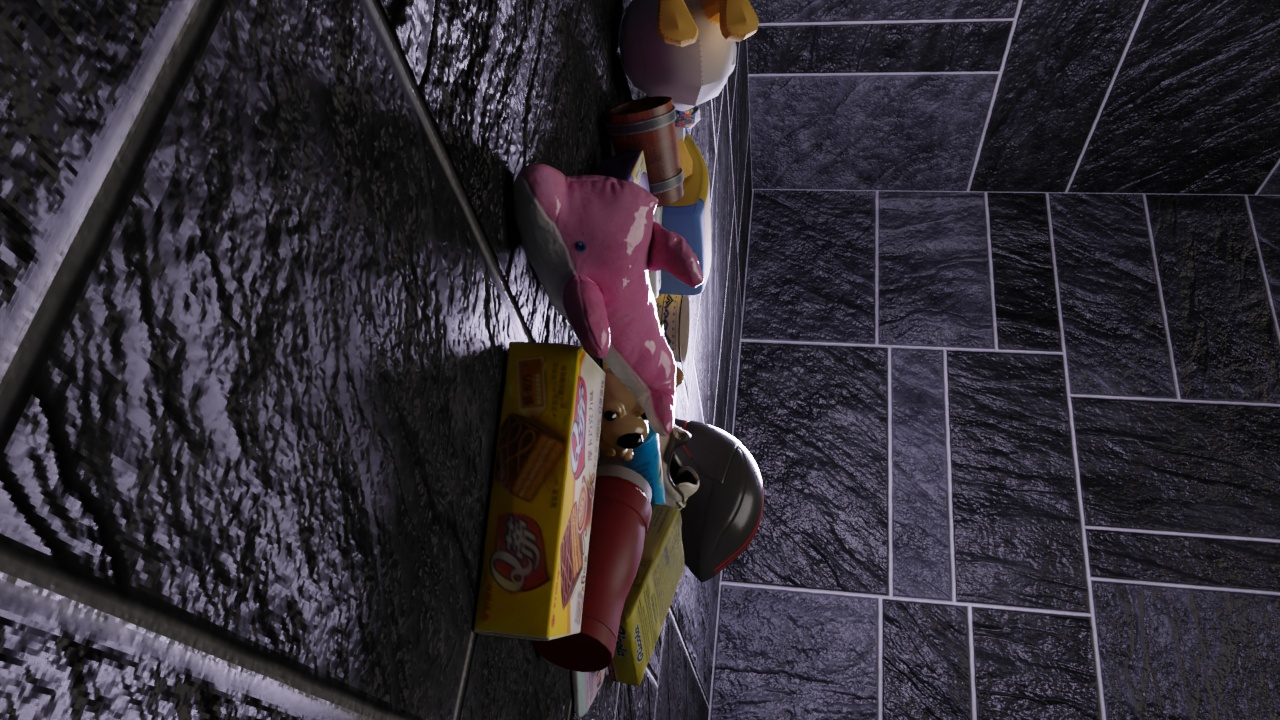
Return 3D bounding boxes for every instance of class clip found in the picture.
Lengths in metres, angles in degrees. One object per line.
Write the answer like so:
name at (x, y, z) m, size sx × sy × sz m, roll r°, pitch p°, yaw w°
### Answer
clip at (-0.016, -0.132, 1.118) m, size 0.151 × 0.092 × 0.126 m, roll -33°, pitch 125°, yaw -60°

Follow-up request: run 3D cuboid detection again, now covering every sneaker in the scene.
sneaker at (0.031, 0.191, 1.288) m, size 0.088 × 0.102 × 0.242 m, roll -63°, pitch 155°, yaw -67°

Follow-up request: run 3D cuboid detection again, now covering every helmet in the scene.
helmet at (0.102, 0.206, 1.399) m, size 0.164 × 0.170 × 0.264 m, roll 74°, pitch 20°, yaw -57°

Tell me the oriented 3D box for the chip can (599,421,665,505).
chip can at (-0.008, 0.167, 1.133) m, size 0.079 × 0.080 × 0.230 m, roll -75°, pitch 163°, yaw -51°

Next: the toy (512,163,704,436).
toy at (-0.011, -0.065, 0.790) m, size 0.186 × 0.128 × 0.266 m, roll -106°, pitch 170°, yaw -55°

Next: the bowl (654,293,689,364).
bowl at (0.038, -0.053, 1.388) m, size 0.115 × 0.059 × 0.115 m, roll 4°, pitch 89°, yaw -80°

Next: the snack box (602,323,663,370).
snack box at (-0.007, 0.007, 1.142) m, size 0.105 × 0.061 × 0.084 m, roll -65°, pitch 155°, yaw -66°

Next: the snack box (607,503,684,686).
snack box at (0.004, 0.265, 1.064) m, size 0.180 × 0.045 × 0.121 m, roll -61°, pitch 151°, yaw -47°

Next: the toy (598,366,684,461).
toy at (-0.028, 0.057, 0.976) m, size 0.108 × 0.134 × 0.105 m, roll 121°, pitch -39°, yaw -48°

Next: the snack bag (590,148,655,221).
snack bag at (-0.034, -0.140, 0.963) m, size 0.204 × 0.058 × 0.096 m, roll -69°, pitch 155°, yaw -51°

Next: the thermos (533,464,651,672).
thermos at (-0.051, 0.195, 0.916) m, size 0.108 × 0.084 × 0.198 m, roll 47°, pitch 37°, yaw -26°

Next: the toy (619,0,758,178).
toy at (0.040, -0.367, 1.132) m, size 0.268 × 0.140 × 0.246 m, roll 144°, pitch -67°, yaw -72°

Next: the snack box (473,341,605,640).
snack box at (-0.079, 0.108, 0.757) m, size 0.110 × 0.062 × 0.230 m, roll 55°, pitch 39°, yaw -73°

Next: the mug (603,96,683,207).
mug at (0.000, -0.245, 1.077) m, size 0.117 × 0.081 × 0.111 m, roll 37°, pitch -36°, yaw 57°

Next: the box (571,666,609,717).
box at (-0.044, 0.289, 1.062) m, size 0.154 × 0.045 × 0.201 m, roll -62°, pitch 152°, yaw -66°

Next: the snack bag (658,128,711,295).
snack bag at (0.054, -0.217, 1.300) m, size 0.159 × 0.102 × 0.204 m, roll 83°, pitch 16°, yaw -49°
